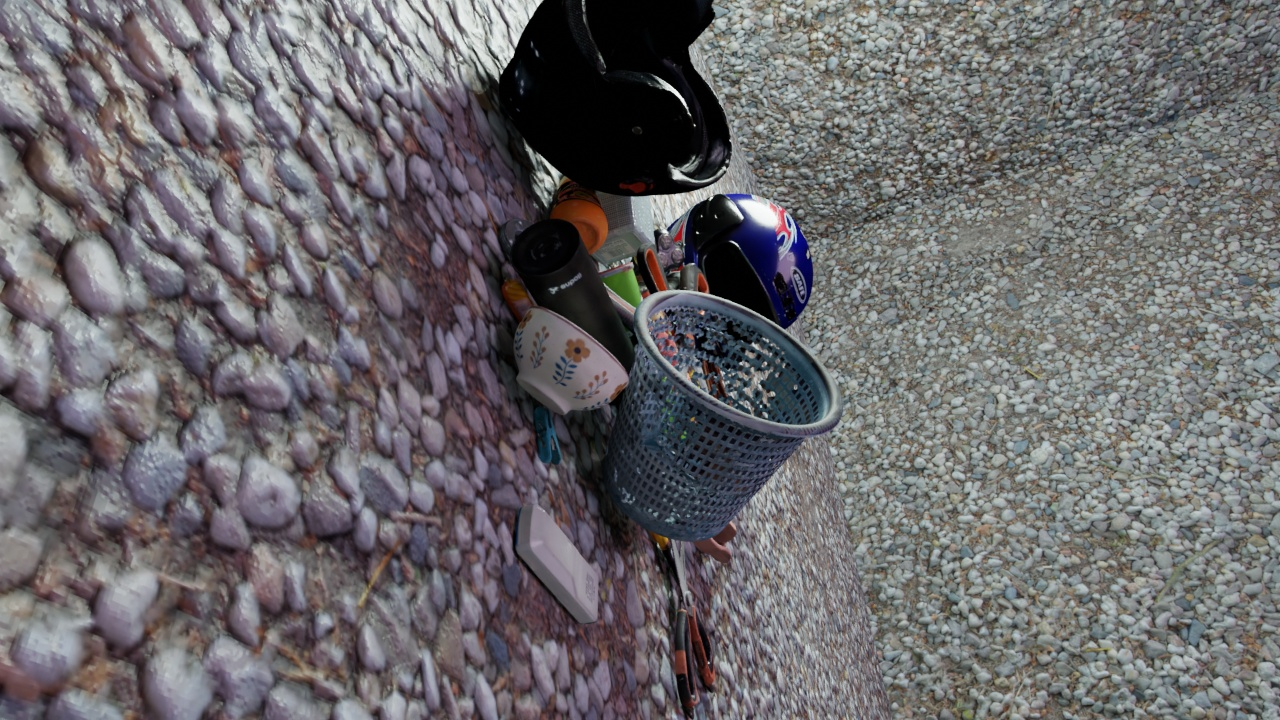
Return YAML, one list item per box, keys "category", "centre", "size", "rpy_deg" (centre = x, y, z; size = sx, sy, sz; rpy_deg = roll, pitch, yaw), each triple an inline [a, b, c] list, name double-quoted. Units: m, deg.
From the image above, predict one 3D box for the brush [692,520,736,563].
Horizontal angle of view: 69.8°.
- category: "brush"
  centre: [0.086, 0.218, 1.196]
  size: [0.145, 0.063, 0.073]
  rpy_deg: [53, 21, -55]

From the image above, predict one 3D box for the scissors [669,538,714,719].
- category: "scissors"
  centre: [0.055, 0.299, 1.060]
  size: [0.188, 0.015, 0.226]
  rpy_deg: [-67, 141, -63]

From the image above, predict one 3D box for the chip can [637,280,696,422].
- category: "chip can"
  centre: [0.021, 0.007, 1.175]
  size: [0.073, 0.073, 0.217]
  rpy_deg: [-68, 139, -66]

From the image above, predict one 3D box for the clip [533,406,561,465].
- category: "clip"
  centre: [-0.087, 0.069, 0.846]
  size: [0.038, 0.013, 0.055]
  rpy_deg: [26, 49, -70]

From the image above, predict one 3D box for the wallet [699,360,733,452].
- category: "wallet"
  centre: [0.106, 0.075, 1.373]
  size: [0.101, 0.032, 0.124]
  rpy_deg: [104, -21, -47]

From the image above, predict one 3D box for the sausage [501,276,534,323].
- category: "sausage"
  centre: [-0.094, -0.018, 0.898]
  size: [0.021, 0.021, 0.165]
  rpy_deg: [-88, 156, -50]

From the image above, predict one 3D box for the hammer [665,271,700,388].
- category: "hammer"
  centre: [0.072, 0.031, 1.272]
  size: [0.125, 0.032, 0.324]
  rpy_deg: [-48, 133, -57]

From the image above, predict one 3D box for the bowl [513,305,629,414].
- category: "bowl"
  centre: [-0.072, 0.010, 0.831]
  size: [0.062, 0.113, 0.113]
  rpy_deg: [-55, 143, -14]

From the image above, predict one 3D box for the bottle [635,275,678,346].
- category: "bottle"
  centre: [0.031, -0.054, 1.295]
  size: [0.206, 0.060, 0.059]
  rpy_deg: [44, 33, -61]

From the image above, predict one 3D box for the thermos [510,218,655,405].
- category: "thermos"
  centre: [-0.047, -0.047, 0.931]
  size: [0.068, 0.090, 0.243]
  rpy_deg: [46, -9, 34]

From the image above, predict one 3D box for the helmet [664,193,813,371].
- category: "helmet"
  centre: [0.161, -0.134, 1.502]
  size: [0.314, 0.241, 0.247]
  rpy_deg: [-89, 154, -47]

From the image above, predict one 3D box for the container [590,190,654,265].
- category: "container"
  centre: [-0.036, -0.191, 1.165]
  size: [0.090, 0.090, 0.111]
  rpy_deg: [37, 42, -64]

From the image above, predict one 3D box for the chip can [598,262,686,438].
- category: "chip can"
  centre: [-0.006, 0.006, 1.084]
  size: [0.072, 0.072, 0.236]
  rpy_deg: [-45, 118, -72]

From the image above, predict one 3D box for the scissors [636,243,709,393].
- category: "scissors"
  centre: [0.047, -0.046, 1.128]
  size: [0.229, 0.022, 0.220]
  rpy_deg: [56, 33, -25]

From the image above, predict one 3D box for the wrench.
- category: "wrench"
  centre: [-0.048, -0.073, 0.984]
  size: [0.273, 0.016, 0.056]
  rpy_deg: [34, 42, -39]

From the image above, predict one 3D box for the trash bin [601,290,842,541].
- category: "trash bin"
  centre: [0.061, 0.070, 0.945]
  size: [0.226, 0.195, 0.226]
  rpy_deg: [20, 30, -12]

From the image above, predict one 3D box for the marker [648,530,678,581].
- category: "marker"
  centre: [0.031, 0.226, 1.087]
  size: [0.018, 0.015, 0.124]
  rpy_deg: [-83, 154, -52]

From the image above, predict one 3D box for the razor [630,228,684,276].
- category: "razor"
  centre: [0.016, -0.138, 1.263]
  size: [0.167, 0.067, 0.062]
  rpy_deg: [169, -69, -80]

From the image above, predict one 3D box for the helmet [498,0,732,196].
- category: "helmet"
  centre: [-0.019, -0.297, 1.026]
  size: [0.274, 0.231, 0.232]
  rpy_deg: [42, 47, -39]

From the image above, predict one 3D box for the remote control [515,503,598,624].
- category: "remote control"
  centre: [-0.068, 0.173, 0.781]
  size: [0.049, 0.024, 0.125]
  rpy_deg: [-90, 157, -46]

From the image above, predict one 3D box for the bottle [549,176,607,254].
- category: "bottle"
  centre: [-0.075, -0.180, 1.077]
  size: [0.149, 0.067, 0.067]
  rpy_deg: [-98, 163, -53]
